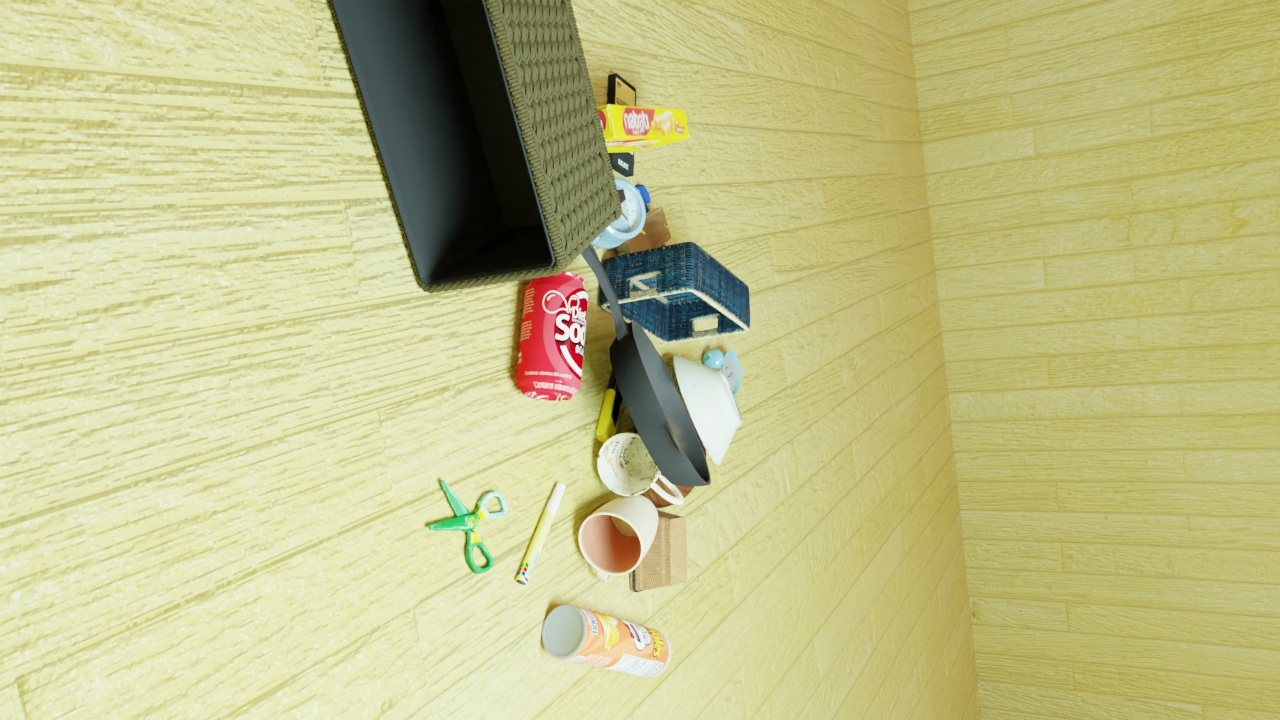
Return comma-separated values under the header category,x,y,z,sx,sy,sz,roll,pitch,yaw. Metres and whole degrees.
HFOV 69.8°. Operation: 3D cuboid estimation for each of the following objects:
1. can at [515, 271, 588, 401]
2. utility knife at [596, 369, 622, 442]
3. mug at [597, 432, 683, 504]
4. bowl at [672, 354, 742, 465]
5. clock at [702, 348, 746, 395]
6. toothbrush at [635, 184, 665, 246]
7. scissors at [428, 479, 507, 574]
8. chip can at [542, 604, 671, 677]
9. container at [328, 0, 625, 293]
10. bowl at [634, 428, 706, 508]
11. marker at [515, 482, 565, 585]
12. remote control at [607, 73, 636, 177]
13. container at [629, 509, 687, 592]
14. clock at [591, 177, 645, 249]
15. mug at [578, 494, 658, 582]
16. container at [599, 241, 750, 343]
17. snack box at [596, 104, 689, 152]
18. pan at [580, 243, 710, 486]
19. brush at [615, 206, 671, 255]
category,x,y,z,sx,sy,sz,roll,pitch,yaw
can,-0.102,-0.028,1.068,0.074,0.075,0.142,24,66,-56
utility knife,-0.031,0.031,1.237,0.029,0.020,0.170,45,48,-50
mug,0.012,0.144,1.207,0.081,0.122,0.097,-51,168,11
bowl,0.108,0.063,1.358,0.176,0.058,0.176,-22,89,-80
clock,0.129,0.023,1.484,0.123,0.042,0.087,-10,96,-61
toothbrush,0.032,-0.180,1.372,0.016,0.011,0.187,-59,135,-44
scissors,-0.179,0.166,0.979,0.119,0.012,0.129,-59,136,-45
chip can,-0.037,0.353,1.146,0.210,0.062,0.062,37,56,-52
container,-0.144,-0.258,0.934,0.204,0.177,0.321,-42,122,-57
bowl,0.053,0.138,1.316,0.147,0.069,0.147,11,78,-58
marker,-0.116,0.202,1.079,0.014,0.014,0.132,57,41,-39
remote control,-0.027,-0.330,1.288,0.058,0.013,0.133,16,73,-58
container,0.026,0.261,1.264,0.063,0.061,0.114,8,80,-59
clock,-0.049,-0.192,1.187,0.124,0.052,0.088,-5,87,-39
mug,-0.026,0.229,1.174,0.104,0.085,0.112,-32,143,-68
container,0.051,-0.090,1.265,0.187,0.146,0.071,28,60,-55
snack box,-0.022,-0.298,1.186,0.200,0.092,0.042,-22,103,-58
pan,-0.007,0.007,1.147,0.356,0.043,0.248,62,8,-17
brush,0.002,-0.177,1.295,0.116,0.039,0.049,-42,120,-53
